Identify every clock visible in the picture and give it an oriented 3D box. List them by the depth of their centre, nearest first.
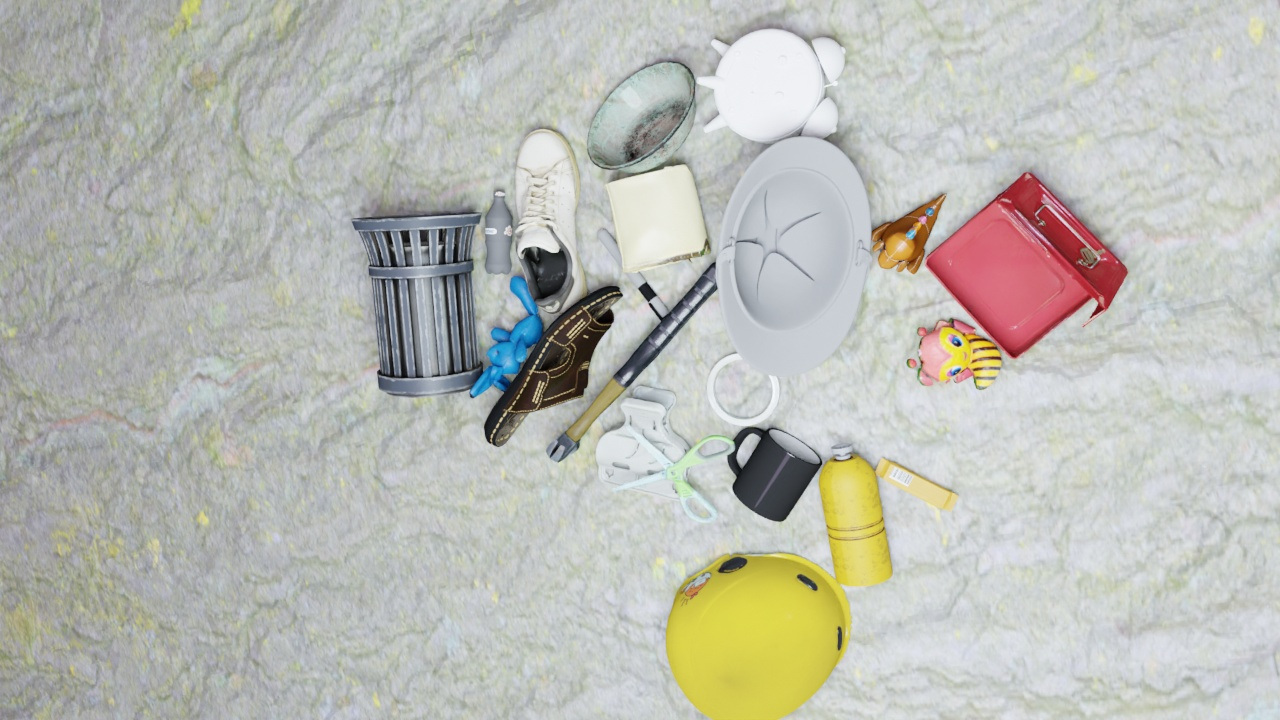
[{"bbox_3d":[0.152,-0.319,1.069,0.161,0.072,0.125,8,100,17],"label":"clock"}]

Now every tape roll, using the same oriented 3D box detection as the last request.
[{"bbox_3d":[0.130,0.036,1.160,0.093,0.013,0.093,3,99,17],"label":"tape roll"}]

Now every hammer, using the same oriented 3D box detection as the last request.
[{"bbox_3d":[-0.007,0.007,1.159,0.025,0.117,0.333,43,103,6],"label":"hammer"}]

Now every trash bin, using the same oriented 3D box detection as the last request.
[{"bbox_3d":[-0.284,-0.076,1.206,0.164,0.164,0.227,1,102,18],"label":"trash bin"}]

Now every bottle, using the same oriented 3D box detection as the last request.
[{"bbox_3d":[0.257,0.182,1.109,0.071,0.071,0.164,-9,97,19],"label":"bottle"},{"bbox_3d":[-0.189,-0.170,1.222,0.036,0.036,0.110,5,99,17],"label":"bottle"}]

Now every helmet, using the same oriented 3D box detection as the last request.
[{"bbox_3d":[0.162,-0.126,1.078,0.183,0.117,0.271,0,106,-13],"label":"helmet"},{"bbox_3d":[0.139,0.355,1.138,0.240,0.139,0.209,-31,88,19],"label":"helmet"}]

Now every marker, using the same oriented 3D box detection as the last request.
[{"bbox_3d":[-0.010,-0.111,1.183,0.016,0.016,0.140,-39,85,19],"label":"marker"}]

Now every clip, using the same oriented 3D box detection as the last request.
[{"bbox_3d":[0.006,0.109,1.192,0.125,0.072,0.143,11,111,14],"label":"clip"}]

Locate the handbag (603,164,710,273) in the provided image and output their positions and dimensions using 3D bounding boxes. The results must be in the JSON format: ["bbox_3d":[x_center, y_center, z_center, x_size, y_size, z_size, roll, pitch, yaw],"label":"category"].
[{"bbox_3d":[0.022,-0.171,1.134,0.111,0.081,0.119,-12,93,12],"label":"handbag"}]

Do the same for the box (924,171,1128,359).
[{"bbox_3d":[0.407,-0.093,1.000,0.157,0.153,0.169,49,139,8],"label":"box"}]

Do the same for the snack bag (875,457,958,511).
[{"bbox_3d":[0.332,0.150,1.107,0.099,0.020,0.026,26,97,13],"label":"snack bag"}]

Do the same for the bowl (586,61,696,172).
[{"bbox_3d":[0.009,-0.285,1.106,0.158,0.038,0.157,-21,51,29],"label":"bowl"}]

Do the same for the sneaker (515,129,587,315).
[{"bbox_3d":[-0.126,-0.173,1.166,0.089,0.102,0.241,-6,95,19],"label":"sneaker"}]

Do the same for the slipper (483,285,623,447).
[{"bbox_3d":[-0.104,0.016,1.184,0.076,0.112,0.268,40,103,9],"label":"slipper"}]

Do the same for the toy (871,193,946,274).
[{"bbox_3d":[0.308,-0.147,1.033,0.070,0.090,0.103,42,112,6],"label":"toy"}]

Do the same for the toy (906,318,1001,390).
[{"bbox_3d":[0.363,-0.006,1.061,0.103,0.046,0.084,17,81,5],"label":"toy"}]

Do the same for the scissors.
[{"bbox_3d":[0.043,0.143,1.154,0.172,0.022,0.174,-21,112,17],"label":"scissors"}]

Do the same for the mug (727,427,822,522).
[{"bbox_3d":[0.156,0.132,1.139,0.113,0.078,0.088,42,110,37],"label":"mug"}]

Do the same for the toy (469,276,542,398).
[{"bbox_3d":[-0.170,-0.021,1.214,0.071,0.113,0.176,19,79,1],"label":"toy"}]
